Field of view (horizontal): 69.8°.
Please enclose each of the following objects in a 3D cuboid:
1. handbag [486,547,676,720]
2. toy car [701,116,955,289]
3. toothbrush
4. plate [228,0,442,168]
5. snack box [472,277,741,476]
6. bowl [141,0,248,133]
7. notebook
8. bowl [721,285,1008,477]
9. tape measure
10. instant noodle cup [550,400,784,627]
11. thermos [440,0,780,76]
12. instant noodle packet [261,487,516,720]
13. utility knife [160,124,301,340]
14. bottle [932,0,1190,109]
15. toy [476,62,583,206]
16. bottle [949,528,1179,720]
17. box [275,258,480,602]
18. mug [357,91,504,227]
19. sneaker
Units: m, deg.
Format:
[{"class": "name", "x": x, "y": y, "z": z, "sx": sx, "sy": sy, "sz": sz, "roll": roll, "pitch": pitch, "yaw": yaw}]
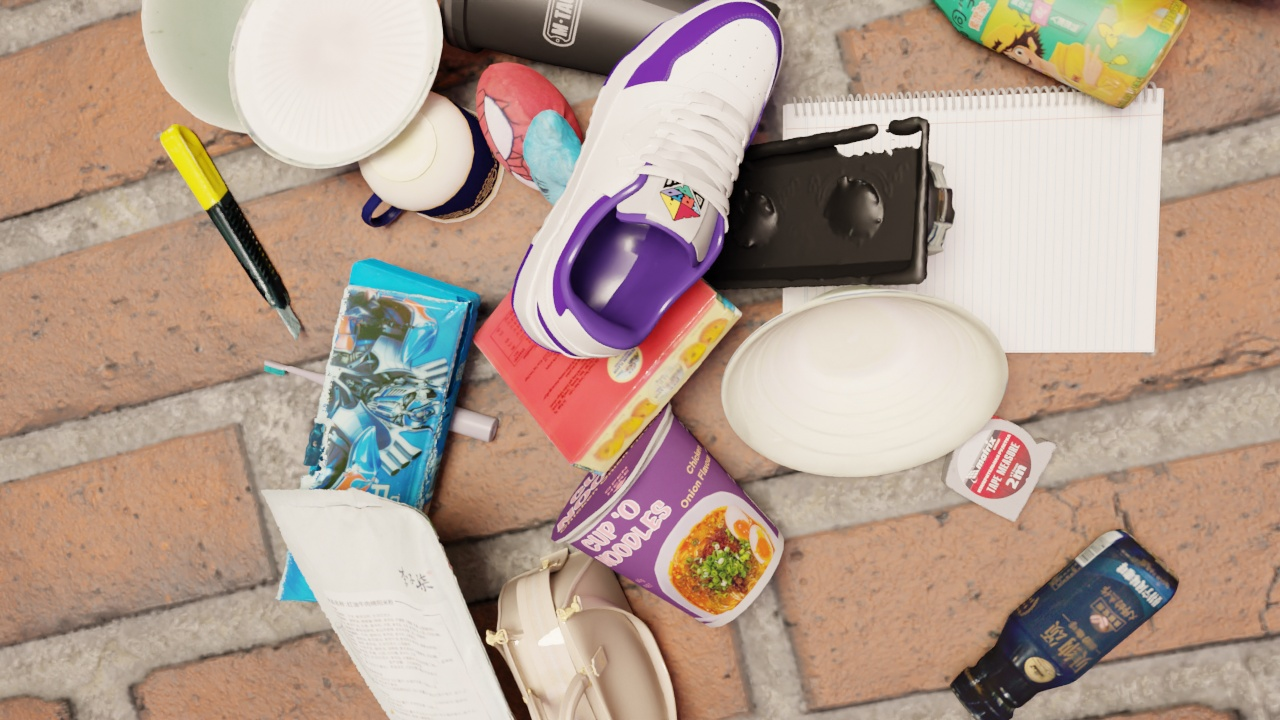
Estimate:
[{"class": "handbag", "x": -0.033, "y": 0.230, "z": 0.589, "sx": 0.101, "sy": 0.198, "sz": 0.194, "roll": -22, "pitch": 90, "yaw": 2}, {"class": "toy car", "x": 0.110, "y": -0.092, "z": 0.583, "sx": 0.192, "sy": 0.071, "sz": 0.094, "roll": 2, "pitch": 95, "yaw": 48}, {"class": "toothbrush", "x": -0.199, "y": 0.027, "z": 0.693, "sx": 0.188, "sy": 0.018, "sz": 0.019, "roll": 16, "pitch": 101, "yaw": 7}, {"class": "plate", "x": -0.199, "y": -0.199, "z": 0.598, "sx": 0.157, "sy": 0.014, "sz": 0.157, "roll": -2, "pitch": 83, "yaw": 15}, {"class": "snack box", "x": -0.028, "y": -0.022, "z": 0.619, "sx": 0.143, "sy": 0.040, "sz": 0.145, "roll": -49, "pitch": 53, "yaw": 8}, {"class": "bowl", "x": -0.258, "y": -0.242, "z": 0.658, "sx": 0.174, "sy": 0.068, "sz": 0.174, "roll": 0, "pitch": 93, "yaw": 6}, {"class": "notebook", "x": 0.222, "y": -0.094, "z": 0.626, "sx": 0.246, "sy": 0.013, "sz": 0.178, "roll": 0, "pitch": 95, "yaw": 8}, {"class": "bowl", "x": 0.142, "y": 0.002, "z": 0.600, "sx": 0.177, "sy": 0.057, "sz": 0.177, "roll": 3, "pitch": 137, "yaw": 2}, {"class": "tape measure", "x": 0.243, "y": 0.070, "z": 0.630, "sx": 0.062, "sy": 0.020, "sz": 0.060, "roll": 26, "pitch": 97, "yaw": 6}, {"class": "instant noodle cup", "x": 0.026, "y": 0.111, "z": 0.616, "sx": 0.122, "sy": 0.137, "sz": 0.122, "roll": 40, "pitch": 86, "yaw": -7}, {"class": "thermos", "x": -0.022, "y": -0.233, "z": 0.612, "sx": 0.218, "sy": 0.105, "sz": 0.106, "roll": 18, "pitch": 96, "yaw": 2}, {"class": "instant noodle packet", "x": -0.150, "y": 0.197, "z": 0.626, "sx": 0.147, "sy": 0.057, "sz": 0.269, "roll": -3, "pitch": 118, "yaw": 30}, {"class": "utility knife", "x": -0.306, "y": -0.095, "z": 0.695, "sx": 0.020, "sy": 0.028, "sz": 0.187, "roll": -33, "pitch": 88, "yaw": 13}, {"class": "bottle", "x": 0.231, "y": -0.237, "z": 0.586, "sx": 0.210, "sy": 0.068, "sz": 0.068, "roll": 32, "pitch": 98, "yaw": 13}, {"class": "toy", "x": -0.067, "y": -0.145, "z": 0.615, "sx": 0.062, "sy": 0.092, "sz": 0.133, "roll": -35, "pitch": 52, "yaw": 4}, {"class": "bottle", "x": 0.280, "y": 0.182, "z": 0.615, "sx": 0.056, "sy": 0.056, "sz": 0.161, "roll": 45, "pitch": 99, "yaw": 3}, {"class": "box", "x": -0.191, "y": 0.060, "z": 0.643, "sx": 0.092, "sy": 0.085, "sz": 0.244, "roll": 19, "pitch": 105, "yaw": 7}, {"class": "mug", "x": -0.159, "y": -0.134, "z": 0.640, "sx": 0.112, "sy": 0.089, "sz": 0.085, "roll": -42, "pitch": 87, "yaw": 9}, {"class": "sneaker", "x": 0.015, "y": -0.105, "z": 0.520, "sx": 0.091, "sy": 0.111, "sz": 0.244, "roll": 31, "pitch": 90, "yaw": -24}]
